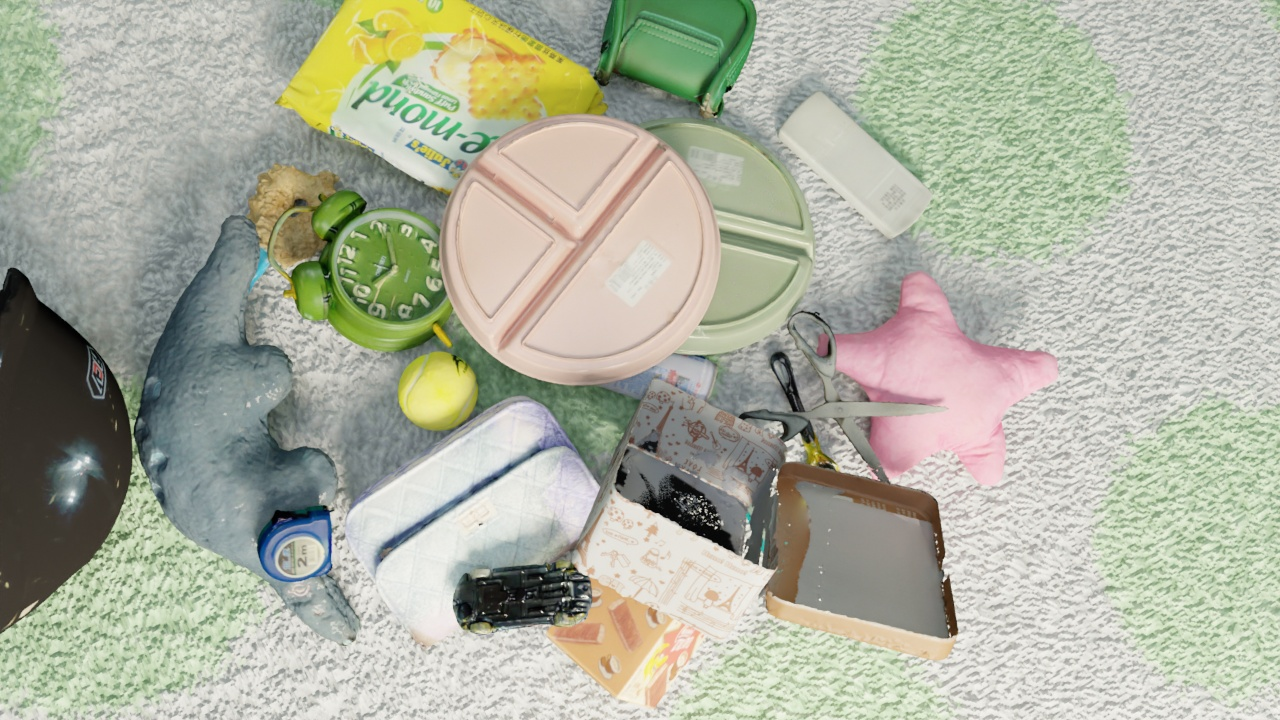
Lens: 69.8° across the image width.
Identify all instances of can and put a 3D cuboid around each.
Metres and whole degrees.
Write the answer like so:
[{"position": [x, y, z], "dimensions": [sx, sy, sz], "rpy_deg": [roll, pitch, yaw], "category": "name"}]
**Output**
[{"position": [-0.005, 0.005, 0.783], "dimensions": [0.134, 0.053, 0.053], "rpy_deg": [19, 81, -2], "category": "can"}]

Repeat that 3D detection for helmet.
[{"position": [-0.478, 0.070, 0.638], "dimensions": [0.275, 0.233, 0.230], "rpy_deg": [-39, 131, 4], "category": "helmet"}]

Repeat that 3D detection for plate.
[{"position": [0.043, -0.115, 0.793], "dimensions": [0.230, 0.028, 0.229], "rpy_deg": [3, 70, -8], "category": "plate"}, {"position": [-0.047, -0.095, 0.737], "dimensions": [0.229, 0.028, 0.229], "rpy_deg": [1, 80, -5], "category": "plate"}]

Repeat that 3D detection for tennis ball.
[{"position": [-0.167, 0.025, 0.760], "dimensions": [0.065, 0.065, 0.065], "rpy_deg": [1, 82, -5], "category": "tennis ball"}]

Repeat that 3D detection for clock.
[{"position": [-0.221, -0.075, 0.753], "dimensions": [0.161, 0.056, 0.116], "rpy_deg": [18, 70, -19], "category": "clock"}]

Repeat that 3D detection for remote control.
[{"position": [0.196, -0.179, 0.841], "dimensions": [0.150, 0.021, 0.058], "rpy_deg": [44, 81, 2], "category": "remote control"}]

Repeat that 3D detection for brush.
[{"position": [-0.335, -0.056, 0.775], "dimensions": [0.083, 0.046, 0.254], "rpy_deg": [29, 85, -4], "category": "brush"}]

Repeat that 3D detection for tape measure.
[{"position": [-0.258, 0.138, 0.689], "dimensions": [0.054, 0.025, 0.058], "rpy_deg": [-4, 112, -27], "category": "tape measure"}]

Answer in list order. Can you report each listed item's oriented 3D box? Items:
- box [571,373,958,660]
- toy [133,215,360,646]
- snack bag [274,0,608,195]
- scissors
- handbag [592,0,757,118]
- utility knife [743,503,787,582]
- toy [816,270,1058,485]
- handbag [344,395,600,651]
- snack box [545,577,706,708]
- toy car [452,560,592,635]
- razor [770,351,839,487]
[{"position": [0.098, 0.130, 0.694], "dimensions": [0.262, 0.177, 0.088], "rpy_deg": [25, 119, -1], "category": "box"}, {"position": [-0.318, 0.070, 0.725], "dimensions": [0.137, 0.091, 0.356], "rpy_deg": [-17, 93, -12], "category": "toy"}, {"position": [-0.168, -0.226, 0.794], "dimensions": [0.246, 0.068, 0.158], "rpy_deg": [29, 81, -1], "category": "snack bag"}, {"position": [0.168, 0.036, 0.776], "dimensions": [0.177, 0.014, 0.159], "rpy_deg": [-1, 94, 18], "category": "scissors"}, {"position": [0.031, -0.285, 0.817], "dimensions": [0.131, 0.068, 0.120], "rpy_deg": [17, 78, -3], "category": "handbag"}, {"position": [0.100, 0.128, 0.794], "dimensions": [0.029, 0.013, 0.193], "rpy_deg": [-24, 84, -8], "category": "utility knife"}, {"position": [0.241, 0.025, 0.793], "dimensions": [0.194, 0.074, 0.178], "rpy_deg": [32, 91, 4], "category": "toy"}, {"position": [-0.132, 0.126, 0.740], "dimensions": [0.193, 0.075, 0.134], "rpy_deg": [-34, 100, -7], "category": "handbag"}, {"position": [-0.003, 0.208, 0.722], "dimensions": [0.077, 0.093, 0.094], "rpy_deg": [33, 80, 29], "category": "snack box"}, {"position": [-0.088, 0.179, 0.691], "dimensions": [0.105, 0.031, 0.048], "rpy_deg": [-6, 62, 4], "category": "toy car"}, {"position": [0.143, 0.059, 0.804], "dimensions": [0.043, 0.022, 0.142], "rpy_deg": [-22, 82, 18], "category": "razor"}]
